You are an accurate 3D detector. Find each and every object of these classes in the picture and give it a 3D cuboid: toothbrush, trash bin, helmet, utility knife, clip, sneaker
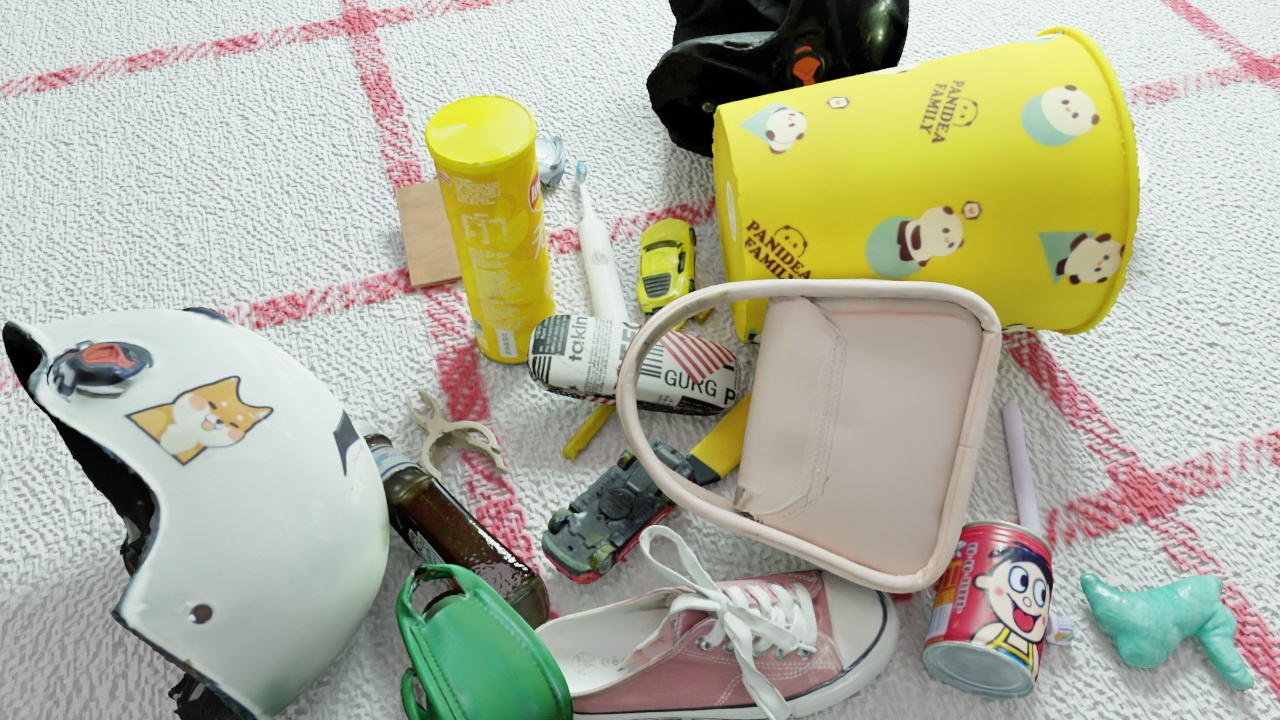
[{"bbox_3d":[-0.037,-0.095,0.794,0.026,0.026,0.220,-2,52,-14],"label":"toothbrush"},{"bbox_3d":[0.193,-0.118,0.700,0.255,0.230,0.229,-7,53,2],"label":"trash bin"},{"bbox_3d":[-0.247,0.074,0.552,0.156,0.231,0.274,-25,63,-30],"label":"helmet"},{"bbox_3d":[0.087,0.042,0.697,0.033,0.015,0.156,38,60,18],"label":"utility knife"},{"bbox_3d":[0.121,-0.297,0.802,0.230,0.276,0.233,15,55,-22],"label":"helmet"},{"bbox_3d":[-0.149,0.066,0.668,0.102,0.035,0.095,21,54,20],"label":"clip"},{"bbox_3d":[0.049,0.166,0.555,0.241,0.088,0.118,-5,53,-9],"label":"sneaker"},{"bbox_3d":[0.003,0.010,0.721,0.016,0.016,0.189,33,59,15],"label":"toothbrush"},{"bbox_3d":[0.277,0.106,0.647,0.021,0.029,0.188,-22,44,31],"label":"toothbrush"}]

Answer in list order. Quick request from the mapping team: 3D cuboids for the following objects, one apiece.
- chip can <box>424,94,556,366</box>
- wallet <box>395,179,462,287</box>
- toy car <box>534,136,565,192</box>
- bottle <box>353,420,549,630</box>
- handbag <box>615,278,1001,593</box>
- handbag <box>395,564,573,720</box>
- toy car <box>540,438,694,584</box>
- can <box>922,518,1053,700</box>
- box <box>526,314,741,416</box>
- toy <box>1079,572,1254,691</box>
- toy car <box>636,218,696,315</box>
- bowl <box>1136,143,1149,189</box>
[{"bbox_3d":[-0.101,-0.085,0.669,0.072,0.214,0.072,-1,52,1],"label":"chip can"},{"bbox_3d":[-0.151,-0.118,0.803,0.115,0.020,0.101,-12,69,-5],"label":"wallet"},{"bbox_3d":[-0.130,-0.187,0.858,0.120,0.037,0.054,-2,53,2],"label":"toy car"},{"bbox_3d":[-0.139,0.107,0.608,0.044,0.080,0.195,-38,58,-25],"label":"bottle"},{"bbox_3d":[0.098,0.032,0.595,0.234,0.093,0.193,10,91,7],"label":"handbag"},{"bbox_3d":[-0.096,0.190,0.515,0.067,0.132,0.120,-27,53,-31],"label":"handbag"},{"bbox_3d":[-0.014,0.105,0.630,0.053,0.045,0.120,36,55,26],"label":"toy car"},{"bbox_3d":[0.221,0.155,0.579,0.066,0.067,0.093,19,55,14],"label":"can"},{"bbox_3d":[-0.003,0.002,0.687,0.164,0.052,0.068,7,44,-8],"label":"box"},{"bbox_3d":[0.345,0.171,0.592,0.092,0.030,0.096,-15,60,-9],"label":"toy"},{"bbox_3d":[0.020,-0.084,0.774,0.048,0.032,0.105,-10,49,17],"label":"toy car"},{"bbox_3d":[0.379,-0.159,0.819,0.118,0.065,0.118,0,52,0],"label":"bowl"}]
